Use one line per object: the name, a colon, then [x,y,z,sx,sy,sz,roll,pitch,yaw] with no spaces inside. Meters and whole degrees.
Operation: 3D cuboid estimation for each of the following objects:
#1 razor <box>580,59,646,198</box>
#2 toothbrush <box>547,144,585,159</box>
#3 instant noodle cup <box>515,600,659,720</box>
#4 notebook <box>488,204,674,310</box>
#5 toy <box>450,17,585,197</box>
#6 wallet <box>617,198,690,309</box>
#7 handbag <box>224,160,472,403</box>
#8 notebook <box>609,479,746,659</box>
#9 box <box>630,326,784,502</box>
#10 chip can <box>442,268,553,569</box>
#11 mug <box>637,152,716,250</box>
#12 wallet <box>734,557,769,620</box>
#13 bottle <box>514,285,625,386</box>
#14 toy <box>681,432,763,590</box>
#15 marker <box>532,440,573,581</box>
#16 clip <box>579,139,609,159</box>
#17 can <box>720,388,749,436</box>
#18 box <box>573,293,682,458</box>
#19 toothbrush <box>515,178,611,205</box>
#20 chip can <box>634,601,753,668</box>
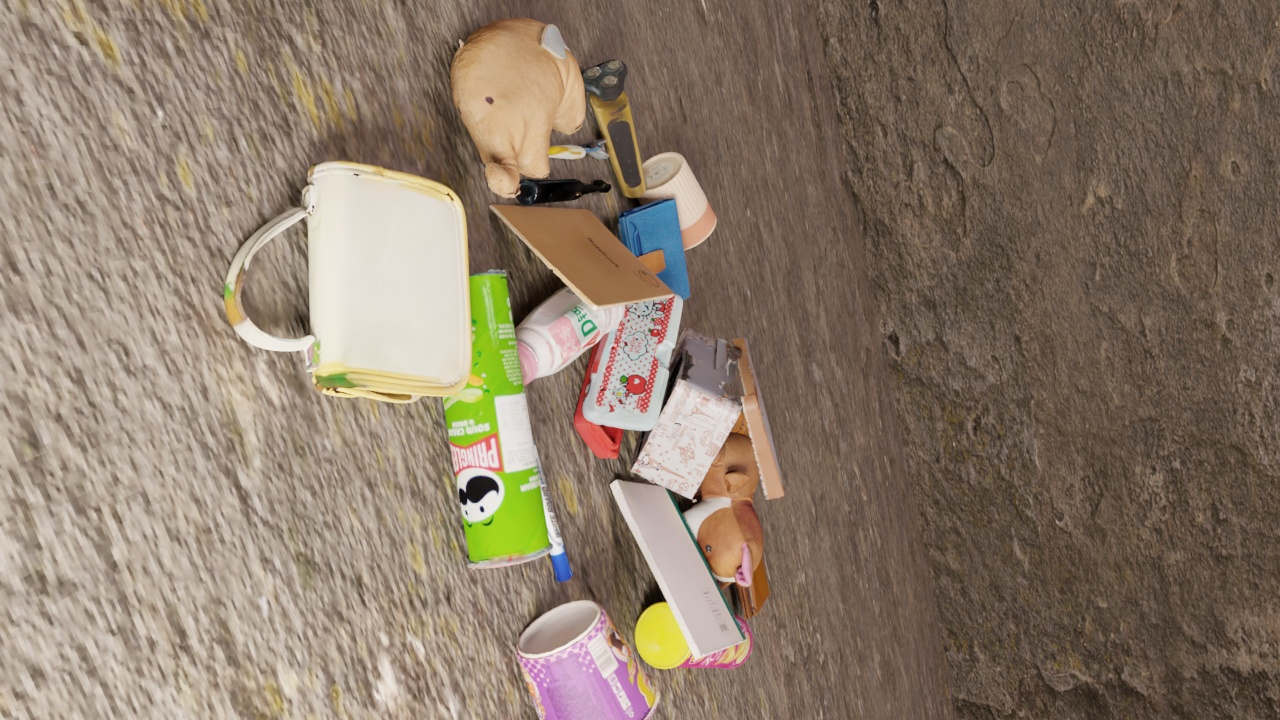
razor: [-0.027,-0.280,1.126,0.067,0.062,0.168,-121,-167,-60]
toothbrush: [-0.100,-0.224,0.977,0.191,0.018,0.016,-25,107,-64]
instant noodle cup: [-0.053,0.274,0.808,0.099,0.112,0.111,65,27,-11]
notebook: [-0.053,-0.110,0.950,0.148,0.008,0.207,45,21,12]
toy: [-0.123,-0.236,0.852,0.143,0.083,0.225,46,41,-23]
wallet: [0.018,-0.128,1.142,0.106,0.040,0.133,-28,115,-44]
handbag: [-0.206,-0.056,0.644,0.178,0.063,0.163,9,73,-50]
notebook: [0.046,0.231,1.044,0.209,0.012,0.150,62,17,21]
box: [0.101,0.065,1.045,0.151,0.168,0.181,-62,-175,23]
chip can: [-0.125,0.047,0.756,0.072,0.072,0.236,-10,91,-66]
mug: [0.036,-0.200,1.214,0.114,0.082,0.106,-56,135,-24]
wallet: [0.158,0.303,1.352,0.118,0.035,0.130,-21,99,-66]
bottle: [-0.081,-0.029,0.896,0.196,0.068,0.068,-44,122,-58]
toy: [0.101,0.190,1.162,0.140,0.130,0.199,106,-24,-77]
marker: [-0.090,0.141,0.870,0.016,0.017,0.146,-39,117,-63]
clip: [-0.053,-0.254,1.088,0.056,0.024,0.028,-29,112,-69]
can: [0.106,0.073,1.287,0.146,0.058,0.058,47,41,-53]
box: [-0.004,0.004,1.013,0.095,0.100,0.200,58,33,-40]
toothbrush: [-0.078,-0.189,1.010,0.026,0.027,0.212,-59,169,21]
chip can: [0.069,0.331,1.095,0.210,0.071,0.071,34,51,-59]
